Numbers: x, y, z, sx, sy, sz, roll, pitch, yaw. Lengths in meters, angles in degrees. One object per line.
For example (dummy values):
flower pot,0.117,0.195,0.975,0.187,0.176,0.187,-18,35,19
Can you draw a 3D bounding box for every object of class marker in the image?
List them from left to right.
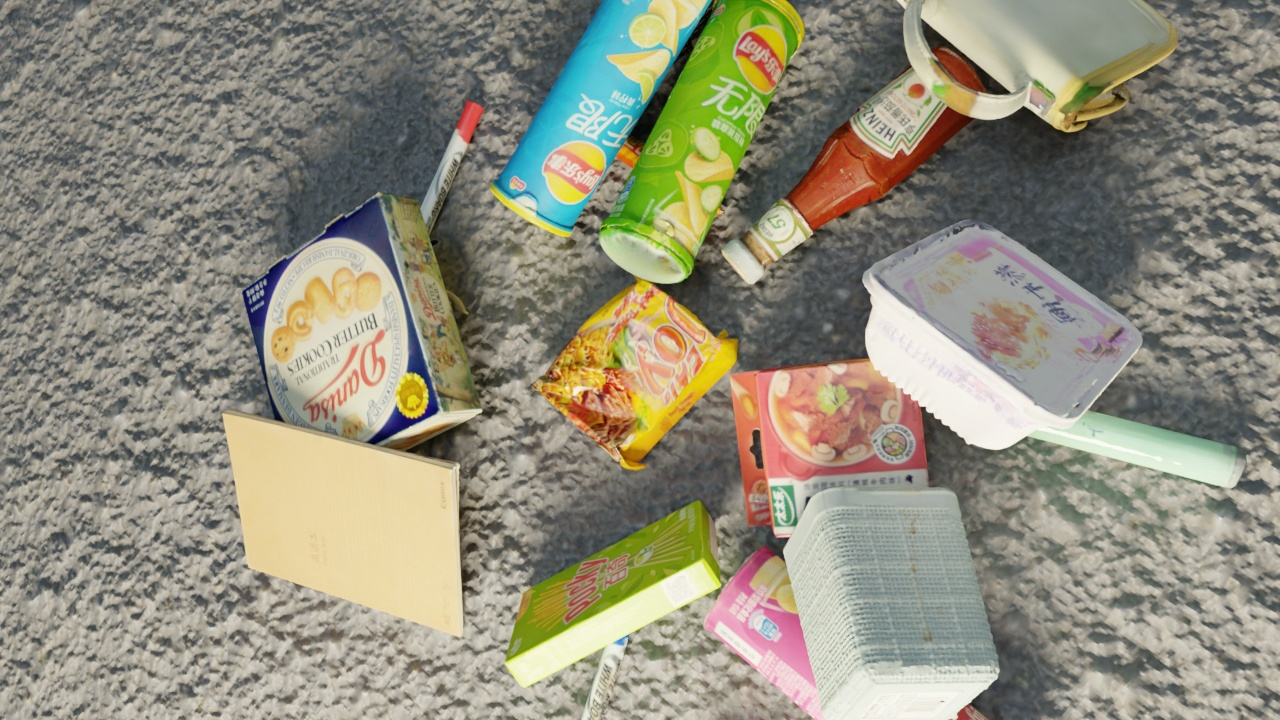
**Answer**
marker,-0.168,-0.151,0.778,0.017,0.017,0.145,22,88,21
marker,-0.029,0.240,0.659,0.017,0.017,0.145,17,86,21

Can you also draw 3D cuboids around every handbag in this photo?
handbag,0.227,-0.209,0.589,0.178,0.063,0.163,-29,68,-28

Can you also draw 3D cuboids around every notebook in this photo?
notebook,-0.231,0.125,0.715,0.212,0.012,0.150,11,114,20

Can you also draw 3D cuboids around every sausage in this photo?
sausage,0.002,-0.157,0.719,0.165,0.021,0.021,38,93,21

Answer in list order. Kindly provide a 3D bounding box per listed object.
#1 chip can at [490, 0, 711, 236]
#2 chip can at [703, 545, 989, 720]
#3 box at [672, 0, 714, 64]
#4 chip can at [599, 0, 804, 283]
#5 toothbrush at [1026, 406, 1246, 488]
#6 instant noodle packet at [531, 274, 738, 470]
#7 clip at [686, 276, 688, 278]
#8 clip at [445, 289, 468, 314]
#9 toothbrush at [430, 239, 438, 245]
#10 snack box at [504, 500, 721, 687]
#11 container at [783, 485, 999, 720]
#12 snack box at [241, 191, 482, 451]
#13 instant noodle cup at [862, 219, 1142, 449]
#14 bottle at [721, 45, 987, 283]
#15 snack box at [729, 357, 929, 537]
chip can,-0.029,-0.199,0.681,0.071,0.071,0.210,39,105,21
chip can,0.142,0.208,0.578,0.210,0.071,0.071,37,93,21
box,0.048,-0.291,0.722,0.164,0.059,0.072,-36,90,10
chip can,0.044,-0.161,0.659,0.073,0.072,0.221,21,77,21
toothbrush,0.261,0.038,0.593,0.225,0.026,0.027,15,93,21
instant noodle packet,-0.004,0.004,0.681,0.111,0.044,0.128,41,94,16
clip,0.026,-0.088,0.702,0.049,0.015,0.056,-13,75,14
clip,-0.179,-0.059,0.757,0.094,0.035,0.102,-24,66,18
toothbrush,-0.239,-0.071,0.769,0.189,0.014,0.016,-14,86,30
snack box,-0.019,0.159,0.635,0.156,0.085,0.026,-30,105,12
container,0.142,0.143,0.529,0.090,0.090,0.111,2,51,-7
snack box,-0.226,-0.011,0.725,0.178,0.045,0.182,-25,77,29
instant noodle cup,0.211,-0.014,0.558,0.138,0.173,0.060,42,129,21
bottle,0.145,-0.132,0.645,0.206,0.059,0.059,-40,70,8
snack box,0.124,0.058,0.612,0.127,0.044,0.113,-7,93,17
